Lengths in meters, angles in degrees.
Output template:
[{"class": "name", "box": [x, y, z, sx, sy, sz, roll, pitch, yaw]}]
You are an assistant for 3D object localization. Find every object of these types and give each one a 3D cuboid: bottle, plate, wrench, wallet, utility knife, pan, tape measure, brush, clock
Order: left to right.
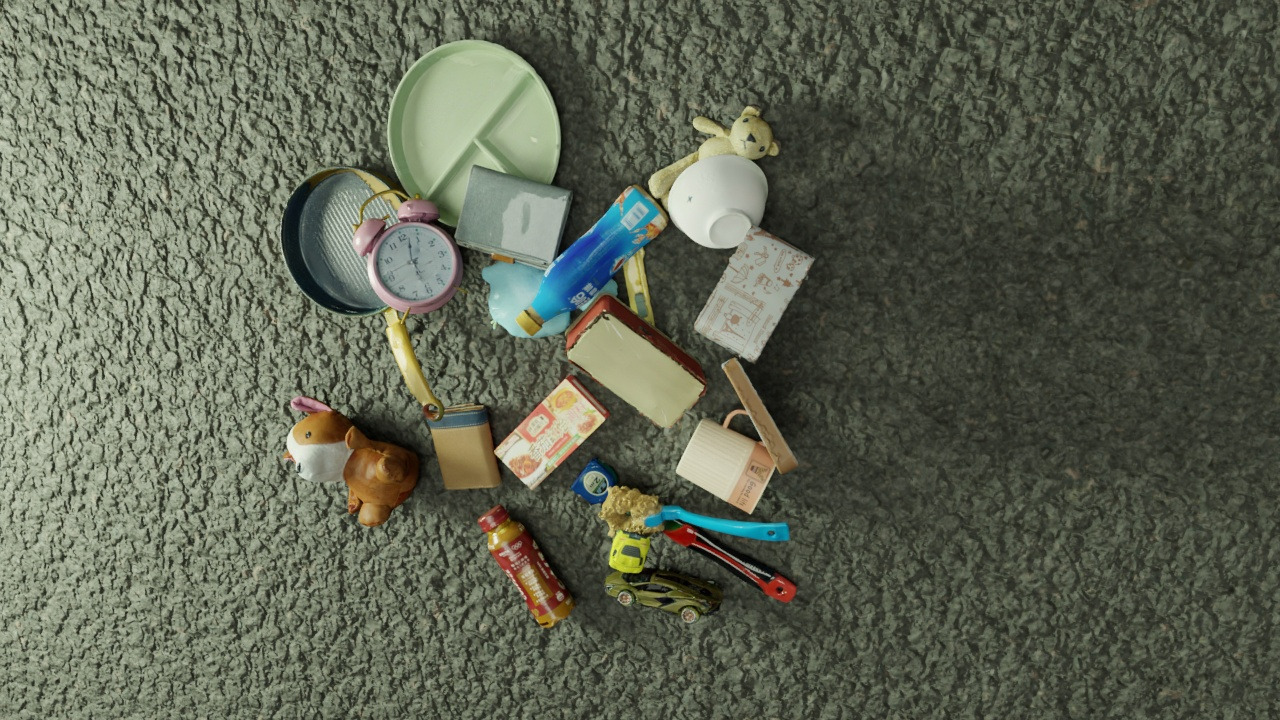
[{"class": "pan", "box": [-0.341, -0.083, 1.197, 0.198, 0.078, 0.357, -29, 95, 19]}, {"class": "clock", "box": [-0.286, -0.134, 1.131, 0.117, 0.060, 0.158, -27, 94, -10]}, {"class": "wallet", "box": [-0.239, 0.118, 1.247, 0.090, 0.033, 0.115, -6, 103, 18]}, {"class": "plate", "box": [-0.205, -0.277, 1.142, 0.230, 0.027, 0.230, 3, 104, 13]}, {"class": "wallet", "box": [-0.156, -0.172, 1.125, 0.130, 0.037, 0.106, 16, 97, 8]}, {"class": "bottle", "box": [-0.158, 0.279, 1.252, 0.058, 0.057, 0.175, -32, 94, 19]}, {"class": "bottle", "box": [-0.062, -0.114, 1.099, 0.219, 0.065, 0.065, -44, 90, 4]}, {"class": "tape measure", "box": [-0.058, 0.162, 1.215, 0.054, 0.025, 0.058, 37, 113, 1]}, {"class": "utility knife", "box": [0.004, -0.066, 1.152, 0.031, 0.021, 0.205, -8, 106, 15]}, {"class": "brush", "box": [0.060, 0.200, 1.147, 0.255, 0.045, 0.083, 3, 122, 24]}, {"class": "wrench", "box": [0.078, 0.245, 1.206, 0.273, 0.016, 0.056, 24, 112, 8]}]

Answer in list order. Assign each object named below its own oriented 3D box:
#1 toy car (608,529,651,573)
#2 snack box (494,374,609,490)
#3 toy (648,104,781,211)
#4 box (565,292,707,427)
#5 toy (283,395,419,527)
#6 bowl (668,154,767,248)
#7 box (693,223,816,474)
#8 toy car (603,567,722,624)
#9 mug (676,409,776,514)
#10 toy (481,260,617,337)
[{"class": "toy car", "box": [-0.015, 0.250, 1.178, 0.048, 0.032, 0.105, 13, 146, 1]}, {"class": "snack box", "box": [-0.118, 0.096, 1.213, 0.075, 0.025, 0.153, 46, 110, -1]}, {"class": "toy", "box": [0.083, -0.229, 1.061, 0.157, 0.066, 0.105, -31, 100, 12]}, {"class": "box", "box": [-0.006, 0.006, 1.108, 0.168, 0.076, 0.091, 37, 110, -19]}, {"class": "toy", "box": [-0.406, 0.139, 1.253, 0.199, 0.130, 0.140, 33, 115, 14]}, {"class": "bowl", "box": [0.095, -0.167, 1.043, 0.118, 0.064, 0.118, -7, 137, -7]}, {"class": "box", "box": [0.128, -0.010, 1.020, 0.134, 0.179, 0.270, 0, 89, 7]}, {"class": "toy car", "box": [0.029, 0.302, 1.204, 0.158, 0.070, 0.042, 9, 105, 11]}, {"class": "mug", "box": [0.115, 0.115, 1.134, 0.106, 0.081, 0.114, 27, 94, 8]}, {"class": "toy", "box": [-0.121, -0.079, 1.159, 0.161, 0.049, 0.156, 45, 99, -3]}]
